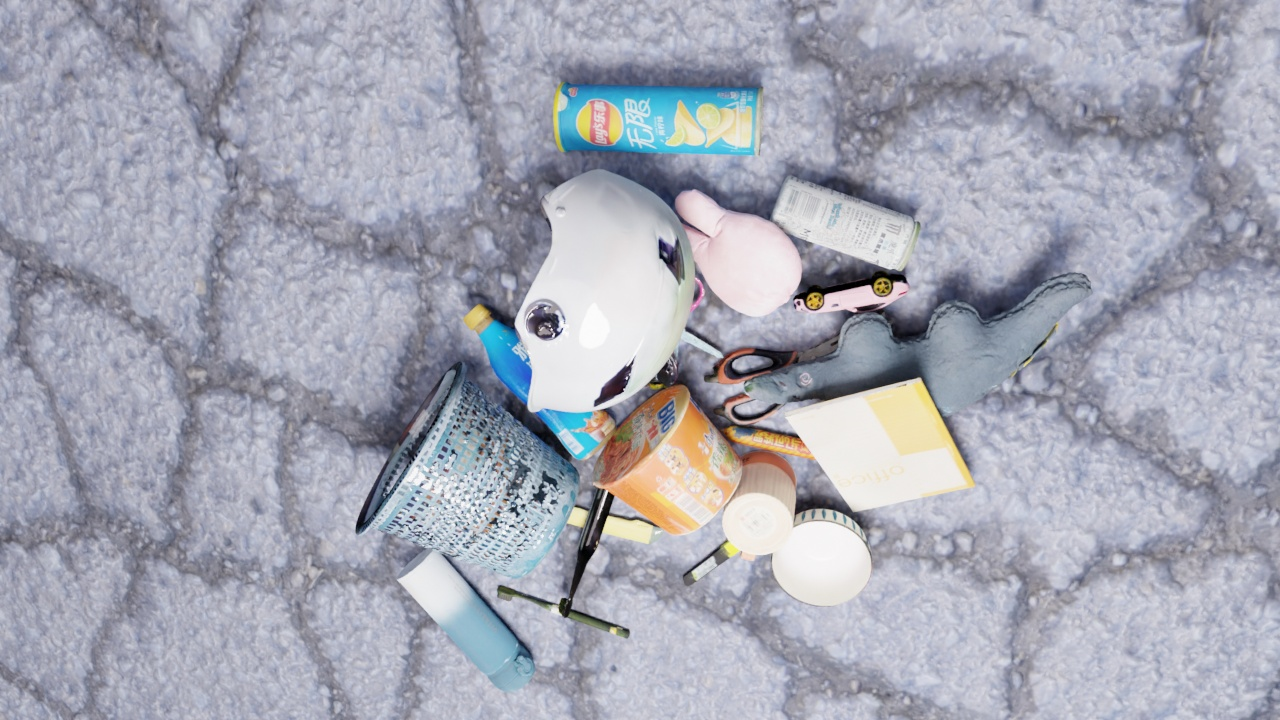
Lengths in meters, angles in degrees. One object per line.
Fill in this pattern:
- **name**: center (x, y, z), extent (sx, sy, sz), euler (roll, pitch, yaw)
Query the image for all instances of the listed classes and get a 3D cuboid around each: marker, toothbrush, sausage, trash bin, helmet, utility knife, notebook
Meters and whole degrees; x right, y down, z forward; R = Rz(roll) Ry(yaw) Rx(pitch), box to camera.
- **marker**: center (0.097, 0.245, 1.143), extent (0.018, 0.015, 0.124), euler (45, 114, -6)
- **toothbrush**: center (-0.103, 0.335, 1.214), extent (0.186, 0.012, 0.017), euler (18, 118, 4)
- **sausage**: center (0.174, 0.099, 1.070), extent (0.165, 0.021, 0.021), euler (11, 111, 6)
- **trash bin**: center (-0.188, 0.146, 1.070), extent (0.195, 0.226, 0.227), euler (33, 113, -16)
- **helmet**: center (-0.022, -0.059, 0.940), extent (0.146, 0.228, 0.259), euler (12, 96, 10)
- **utility knife**: center (-0.051, 0.202, 1.153), extent (0.163, 0.018, 0.031), euler (12, 107, 5)
- **toothbrush**: center (-0.065, 0.226, 1.142), extent (0.027, 0.026, 0.213), euler (31, 108, 41)
- **notebook**: center (0.264, 0.098, 0.996), extent (0.146, 0.010, 0.206), euler (-17, 135, 25)

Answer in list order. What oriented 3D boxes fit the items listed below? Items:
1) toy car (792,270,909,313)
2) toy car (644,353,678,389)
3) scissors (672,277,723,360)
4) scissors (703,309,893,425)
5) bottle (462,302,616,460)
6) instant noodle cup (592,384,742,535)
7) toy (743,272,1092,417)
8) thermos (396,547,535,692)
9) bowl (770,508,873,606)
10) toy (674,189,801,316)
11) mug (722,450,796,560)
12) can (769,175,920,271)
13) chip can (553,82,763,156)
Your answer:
- **toy car**: center (0.225, -0.068, 0.982), extent (0.122, 0.056, 0.037), euler (-11, 100, 15)
- **toy car**: center (-0.006, 0.006, 1.064), extent (0.106, 0.031, 0.049), euler (2, 113, 21)
- **scissors**: center (0.034, -0.039, 1.048), extent (0.136, 0.017, 0.133), euler (11, 119, 11)
- **scissors**: center (0.173, -0.005, 1.036), extent (0.193, 0.015, 0.207), euler (21, 112, 3)
- **bottle**: center (-0.122, 0.021, 1.076), extent (0.065, 0.065, 0.218), euler (-41, 97, 21)
- **instant noodle cup**: center (0.036, 0.119, 1.043), extent (0.152, 0.151, 0.111), euler (-41, 106, 21)
- **toy**: center (0.289, 0.005, 0.968), extent (0.357, 0.091, 0.138), euler (-16, 132, 17)
- **thermos**: center (-0.225, 0.344, 1.213), extent (0.070, 0.070, 0.220), euler (-36, 100, 20)
- **bowl**: center (0.214, 0.224, 1.084), extent (0.116, 0.066, 0.116), euler (4, 111, 10)
- **toy**: center (0.097, -0.116, 0.978), extent (0.159, 0.054, 0.122), euler (38, 140, 5)
- **mug**: center (0.134, 0.177, 1.060), extent (0.082, 0.105, 0.115), euler (13, 111, 6)
- **can**: center (0.211, -0.143, 0.955), extent (0.147, 0.058, 0.058), euler (20, 112, 3)
- **chip can**: center (0.020, -0.249, 0.946), extent (0.210, 0.071, 0.071), euler (3, 110, 9)
